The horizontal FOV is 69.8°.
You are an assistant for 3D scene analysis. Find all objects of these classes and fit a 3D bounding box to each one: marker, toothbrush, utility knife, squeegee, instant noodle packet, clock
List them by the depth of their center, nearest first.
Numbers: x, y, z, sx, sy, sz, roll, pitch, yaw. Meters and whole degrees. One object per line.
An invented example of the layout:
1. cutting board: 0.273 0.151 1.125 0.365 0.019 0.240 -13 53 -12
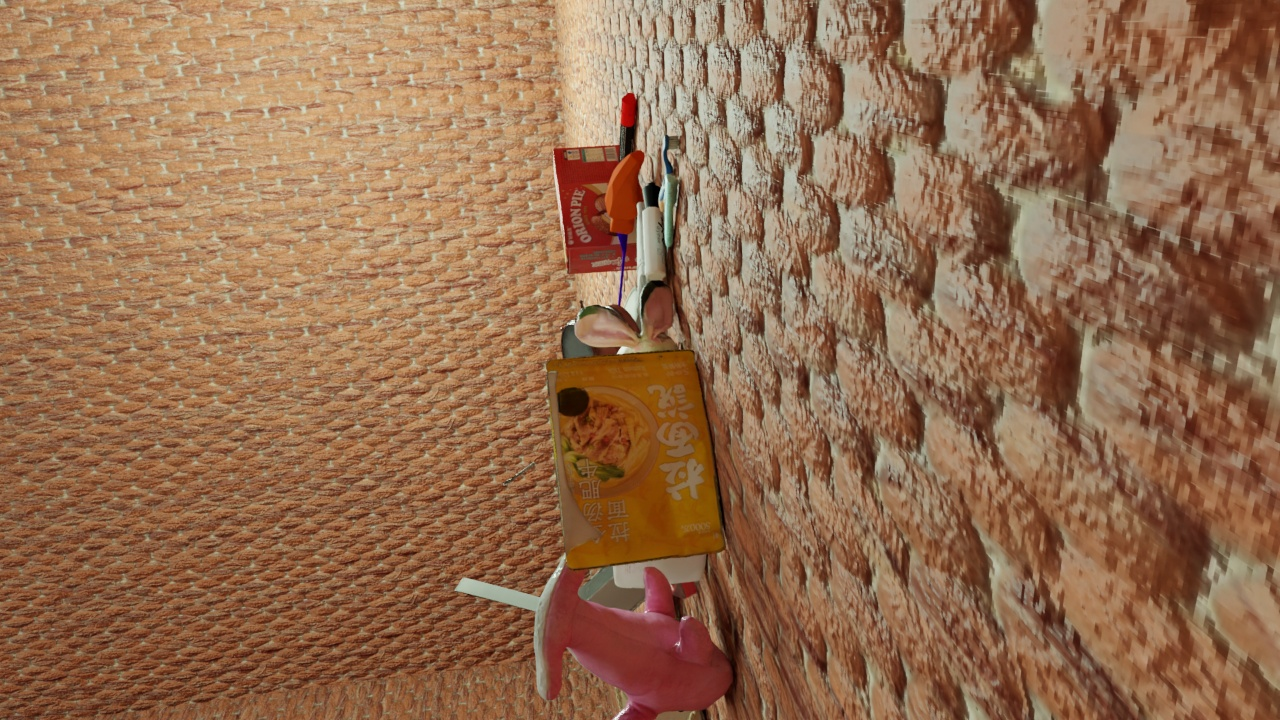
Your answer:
1. instant noodle packet: -0.007 0.103 0.955 0.084 0.163 0.221 98 165 -58
2. toothbrush: 0.031 -0.208 1.026 0.135 0.017 0.021 93 173 -64
3. utility knife: 0.034 -0.160 1.039 0.129 0.015 0.022 88 176 -54
4. marker: 0.016 -0.157 1.101 0.025 0.025 0.125 101 167 -68
5. squeegee: -0.019 -0.214 1.216 0.185 0.055 0.249 112 165 -63
6. clock: -0.047 0.003 1.223 0.157 0.072 0.121 66 151 14
7. marker: -0.019 -0.323 1.321 0.145 0.021 0.023 96 -171 -59

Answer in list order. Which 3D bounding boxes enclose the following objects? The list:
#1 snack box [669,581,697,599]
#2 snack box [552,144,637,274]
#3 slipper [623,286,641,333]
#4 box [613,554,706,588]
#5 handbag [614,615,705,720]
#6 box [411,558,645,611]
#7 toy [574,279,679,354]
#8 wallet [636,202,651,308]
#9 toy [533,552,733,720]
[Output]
1. snack box: 0.022 0.229 1.154 0.089 0.021 0.133 -10 99 61
2. snack box: -0.071 -0.238 1.425 0.060 0.113 0.236 94 169 -51
3. slipper: -0.008 0.008 1.327 0.114 0.054 0.275 -96 15 -46
4. box: 0.013 0.174 1.073 0.136 0.108 0.124 -110 17 -61
5. handbag: 0.034 0.478 1.251 0.208 0.103 0.211 -119 23 -55
6. box: -0.137 0.340 1.346 0.167 0.369 0.150 130 137 -80
7. toy: 0.005 0.023 1.105 0.105 0.131 0.206 -131 27 -51
8. wallet: 0.010 -0.131 1.154 0.086 0.032 0.116 86 -176 -64
9. toy: 0.013 0.292 0.931 0.128 0.265 0.186 -20 47 44
